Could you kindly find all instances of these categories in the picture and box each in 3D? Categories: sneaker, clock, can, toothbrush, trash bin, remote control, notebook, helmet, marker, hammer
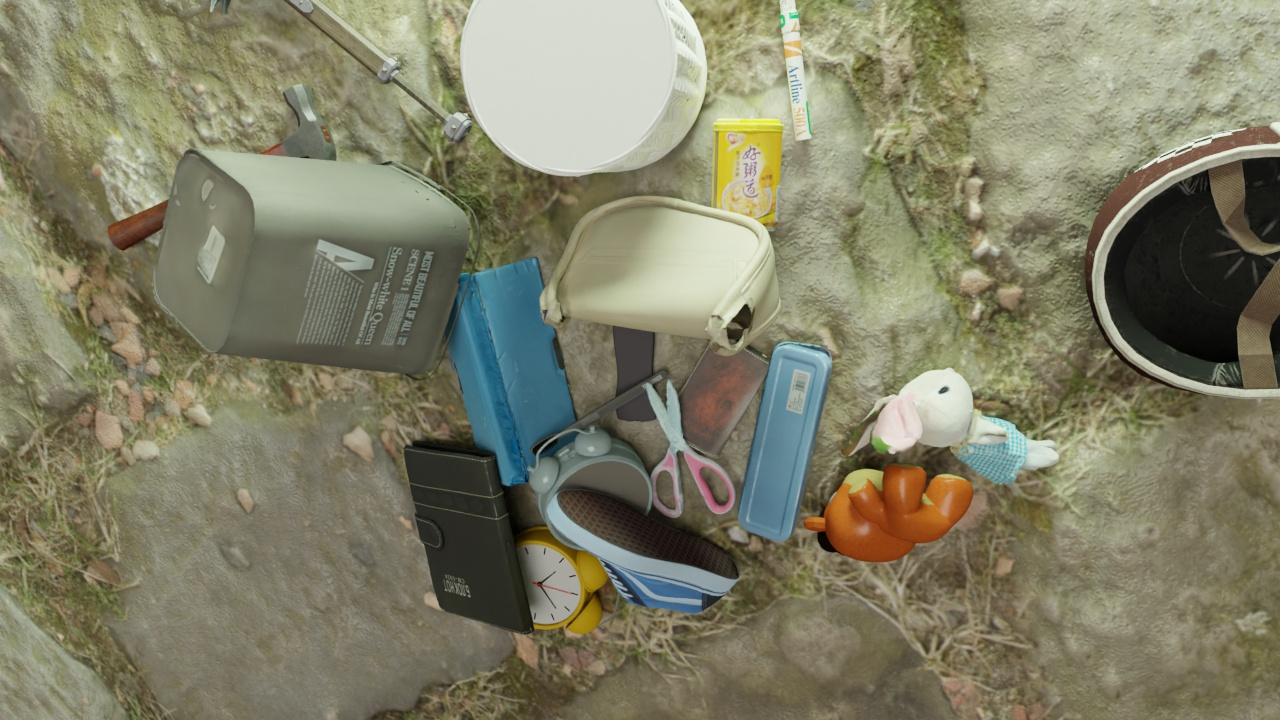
[{"bbox_3d":[-0.010,0.218,0.964,0.241,0.083,0.098,28,112,-30],"label":"sneaker"},{"bbox_3d":[-0.054,0.135,0.977,0.122,0.045,0.159,-33,124,-2],"label":"clock"},{"bbox_3d":[0.103,-0.180,0.890,0.068,0.067,0.105,3,105,10],"label":"can"},{"bbox_3d":[-0.043,0.055,0.972,0.167,0.013,0.013,-31,108,-6],"label":"toothbrush"},{"bbox_3d":[-0.313,-0.096,0.878,0.197,0.219,0.198,33,110,33],"label":"trash bin"},{"bbox_3d":[-0.006,0.006,0.988,0.046,0.009,0.124,1,104,11],"label":"remote control"},{"bbox_3d":[-0.097,0.253,1.048,0.152,0.052,0.114,13,106,12],"label":"clock"},{"bbox_3d":[-0.198,0.196,1.029,0.170,0.029,0.209,1,104,42],"label":"notebook"},{"bbox_3d":[0.486,-0.085,0.739,0.234,0.252,0.233,-9,97,38],"label":"helmet"},{"bbox_3d":[0.148,-0.286,0.880,0.017,0.017,0.145,-7,103,13],"label":"marker"},{"bbox_3d":[-0.300,-0.337,0.950,0.317,0.028,0.147,39,108,-1],"label":"hammer"},{"bbox_3d":[-0.471,-0.192,1.021,0.301,0.028,0.111,-20,98,16],"label":"hammer"}]

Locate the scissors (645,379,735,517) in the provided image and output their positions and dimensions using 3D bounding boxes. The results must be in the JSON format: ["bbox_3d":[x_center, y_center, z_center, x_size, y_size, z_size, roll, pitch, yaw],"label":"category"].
[{"bbox_3d":[0.027,0.098,0.987,0.108,0.016,0.179,-19,109,28],"label":"scissors"}]

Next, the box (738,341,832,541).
[{"bbox_3d":[0.153,0.082,0.963,0.069,0.063,0.210,17,105,24],"label":"box"}]

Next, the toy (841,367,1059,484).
[{"bbox_3d":[0.316,0.062,0.900,0.205,0.131,0.105,10,85,-4],"label":"toy"}]

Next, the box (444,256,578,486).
[{"bbox_3d":[-0.139,0.009,1.000,0.110,0.094,0.231,-18,101,-25],"label":"box"}]

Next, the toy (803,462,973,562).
[{"bbox_3d":[0.240,0.156,0.917,0.112,0.096,0.177,16,136,-25],"label":"toy"}]

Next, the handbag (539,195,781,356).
[{"bbox_3d":[0.028,-0.057,0.855,0.229,0.183,0.132,6,127,34],"label":"handbag"}]

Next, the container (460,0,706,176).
[{"bbox_3d":[-0.044,-0.265,0.834,0.189,0.186,0.189,3,104,10],"label":"container"}]

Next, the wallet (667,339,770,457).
[{"bbox_3d":[0.081,0.036,0.973,0.072,0.019,0.123,30,108,2],"label":"wallet"}]
